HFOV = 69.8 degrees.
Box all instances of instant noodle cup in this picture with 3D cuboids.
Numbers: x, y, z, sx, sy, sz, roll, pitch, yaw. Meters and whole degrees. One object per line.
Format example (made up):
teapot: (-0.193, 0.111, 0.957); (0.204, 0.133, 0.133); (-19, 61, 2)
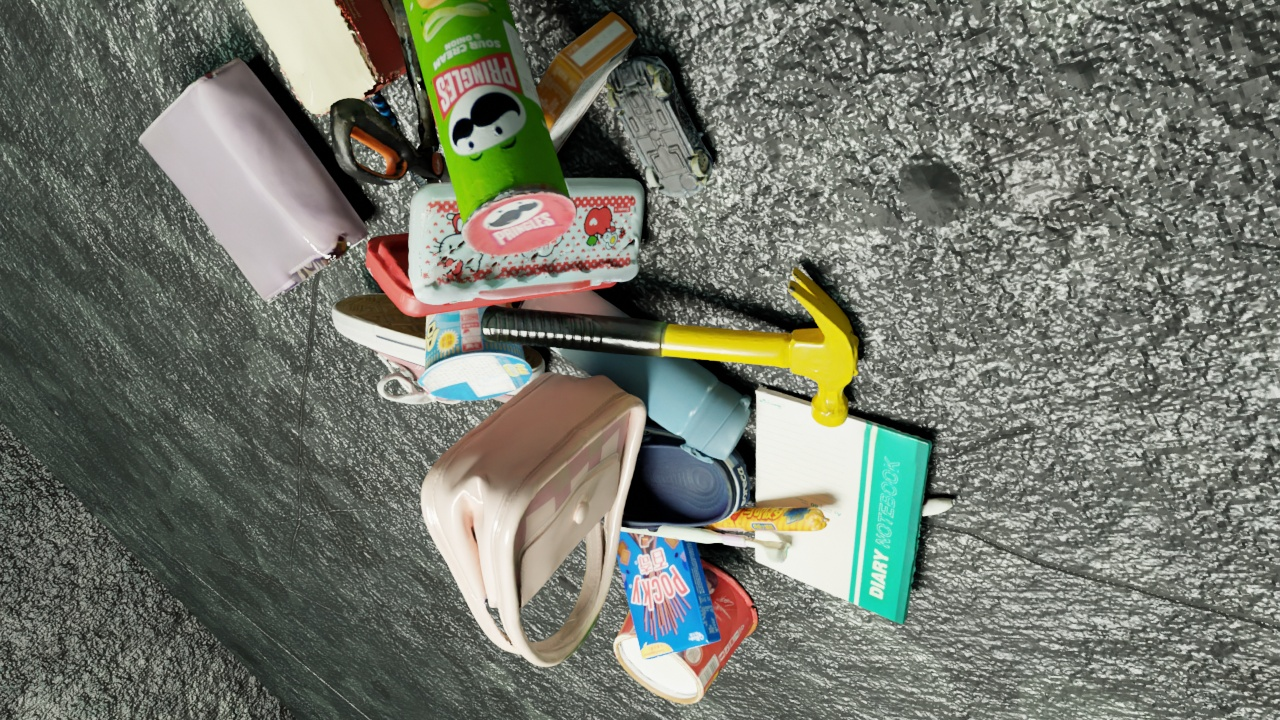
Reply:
instant noodle cup: (-0.153, -0.033, 0.828); (0.099, 0.109, 0.099); (-9, 157, -4)
instant noodle cup: (0.043, 0.293, 0.996); (0.138, 0.108, 0.138); (22, 137, 21)

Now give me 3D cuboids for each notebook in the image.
notebook: (0.168, 0.128, 0.795); (0.150, 0.012, 0.209); (18, 131, 30)

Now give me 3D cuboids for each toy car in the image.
toy car: (0.016, -0.163, 0.644); (0.049, 0.031, 0.105); (-1, 130, 40)

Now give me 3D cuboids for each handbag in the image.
handbag: (-0.365, -0.172, 0.886); (0.145, 0.098, 0.197); (-14, 117, 47)
handbag: (-0.072, 0.145, 0.755); (0.093, 0.192, 0.234); (13, 122, 29)

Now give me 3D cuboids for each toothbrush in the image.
toothbrush: (0.048, 0.168, 0.872); (0.190, 0.029, 0.020); (4, 114, 27)
toothbrush: (0.188, 0.132, 0.802); (0.188, 0.016, 0.017); (-19, 104, 47)
toothbrush: (-0.227, -0.226, 0.793); (0.016, 0.014, 0.189); (-5, 123, 40)

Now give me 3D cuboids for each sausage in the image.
sausage: (0.108, 0.143, 0.827); (0.166, 0.021, 0.021); (-13, 118, 52)

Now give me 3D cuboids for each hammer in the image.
hammer: (0.019, -0.017, 0.723); (0.301, 0.032, 0.129); (5, 127, 14)

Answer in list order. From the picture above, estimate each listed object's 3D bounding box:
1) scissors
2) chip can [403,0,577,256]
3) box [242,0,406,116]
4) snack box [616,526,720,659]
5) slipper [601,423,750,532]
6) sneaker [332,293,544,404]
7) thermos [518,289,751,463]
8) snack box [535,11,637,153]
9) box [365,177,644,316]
scissors: (-0.165, -0.163, 0.693); (0.022, 0.220, 0.233); (-3, 102, 15)
chip can: (-0.105, -0.185, 0.591); (0.072, 0.072, 0.235); (-42, 59, 51)
box: (-0.259, -0.279, 0.704); (0.091, 0.077, 0.168); (-9, 121, 29)
snack box: (0.021, 0.210, 0.914); (0.085, 0.026, 0.157); (-27, 69, 34)
slipper: (-0.020, 0.112, 0.869); (0.253, 0.095, 0.105); (6, 108, 34)
sneaker: (-0.210, 0.003, 0.929); (0.241, 0.118, 0.088); (20, 117, 15)
thermos: (-0.005, 0.005, 0.793); (0.220, 0.070, 0.070); (35, 141, 6)
snack box: (-0.063, -0.176, 0.660); (0.026, 0.075, 0.154); (43, 141, -5)
box: (-0.087, -0.095, 0.667); (0.095, 0.201, 0.100); (47, 130, 30)
